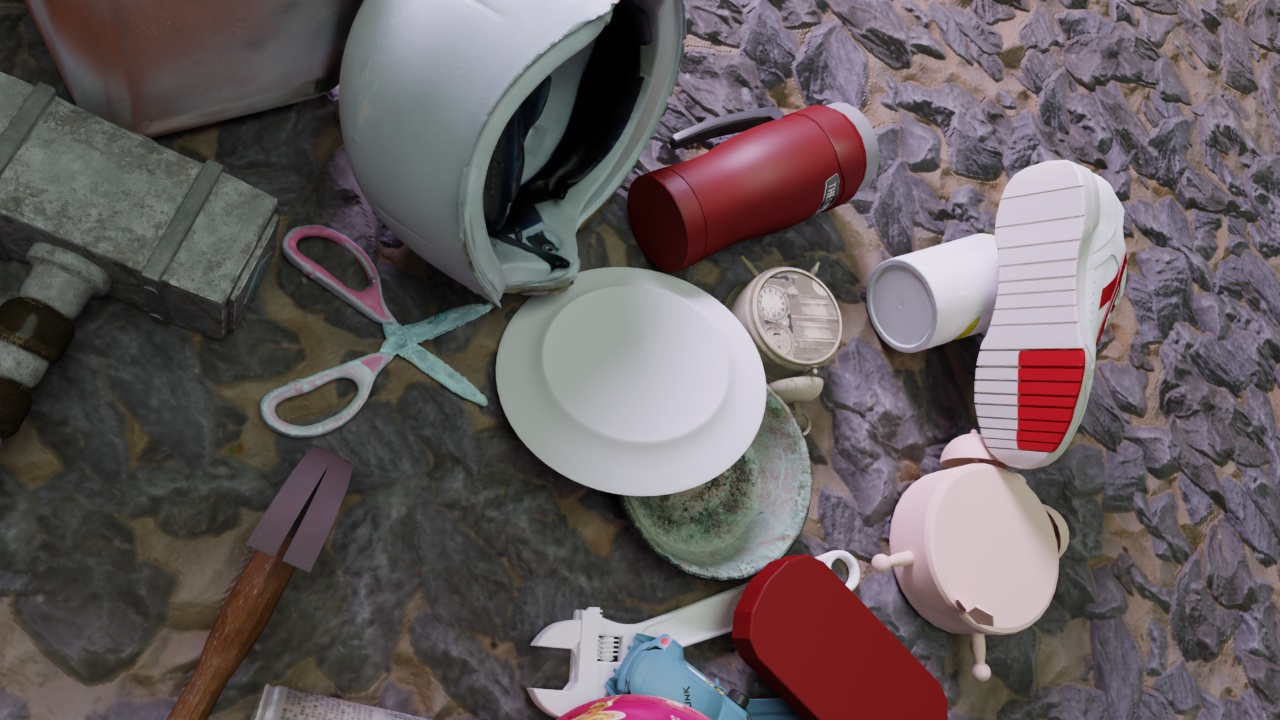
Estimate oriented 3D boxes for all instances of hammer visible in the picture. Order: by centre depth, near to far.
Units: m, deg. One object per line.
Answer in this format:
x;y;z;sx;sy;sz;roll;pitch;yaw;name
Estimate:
-0.238;0.192;0.474;0.033;0.115;0.322;29;73;-14;hammer
-0.338;0.015;0.482;0.177;0.080;0.325;24;66;-16;hammer

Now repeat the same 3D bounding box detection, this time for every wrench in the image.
0.047;0.181;0.642;0.272;0.018;0.066;-11;79;-28;wrench

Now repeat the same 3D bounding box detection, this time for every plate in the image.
-0.004;0.004;0.632;0.188;0.016;0.188;4;56;-7;plate

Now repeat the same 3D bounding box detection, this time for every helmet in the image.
-0.083;-0.173;0.583;0.164;0.237;0.263;32;33;9;helmet

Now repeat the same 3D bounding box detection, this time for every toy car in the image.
0.032;0.224;0.591;0.108;0.028;0.060;40;65;-9;toy car

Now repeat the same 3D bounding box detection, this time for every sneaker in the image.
0.337;-0.031;0.726;0.104;0.090;0.236;6;87;-33;sneaker

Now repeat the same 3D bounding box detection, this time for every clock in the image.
0.115;-0.011;0.709;0.092;0.055;0.140;1;71;-24;clock
0.271;0.145;0.720;0.131;0.086;0.160;47;55;-5;clock

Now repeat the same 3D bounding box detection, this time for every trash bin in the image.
-0.251;-0.250;0.505;0.181;0.260;0.157;-26;90;-29;trash bin

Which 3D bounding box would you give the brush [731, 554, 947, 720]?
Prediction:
0.133;0.212;0.629;0.173;0.042;0.082;46;63;-8;brush

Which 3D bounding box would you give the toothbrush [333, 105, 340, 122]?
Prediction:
-0.144;-0.197;0.672;0.166;0.016;0.016;-24;85;-29;toothbrush

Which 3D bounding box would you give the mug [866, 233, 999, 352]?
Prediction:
0.257;-0.057;0.772;0.106;0.083;0.082;-16;81;-26;mug

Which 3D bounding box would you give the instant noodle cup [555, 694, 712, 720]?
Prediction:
-0.014;0.273;0.499;0.179;0.078;0.178;-6;66;12;instant noodle cup

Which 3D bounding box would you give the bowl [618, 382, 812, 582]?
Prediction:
0.047;0.079;0.659;0.157;0.039;0.157;7;71;-22;bowl

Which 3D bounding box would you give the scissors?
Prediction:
-0.179;-0.008;0.600;0.170;0.014;0.172;39;61;-12;scissors

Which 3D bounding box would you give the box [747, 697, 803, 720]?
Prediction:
0.125;0.300;0.640;0.208;0.021;0.125;7;74;-22;box

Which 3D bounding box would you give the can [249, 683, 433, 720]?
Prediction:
-0.153;0.224;0.516;0.135;0.054;0.054;20;67;-18;can

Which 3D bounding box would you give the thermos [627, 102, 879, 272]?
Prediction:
0.085;-0.148;0.725;0.198;0.084;0.108;-26;69;-26;thermos
